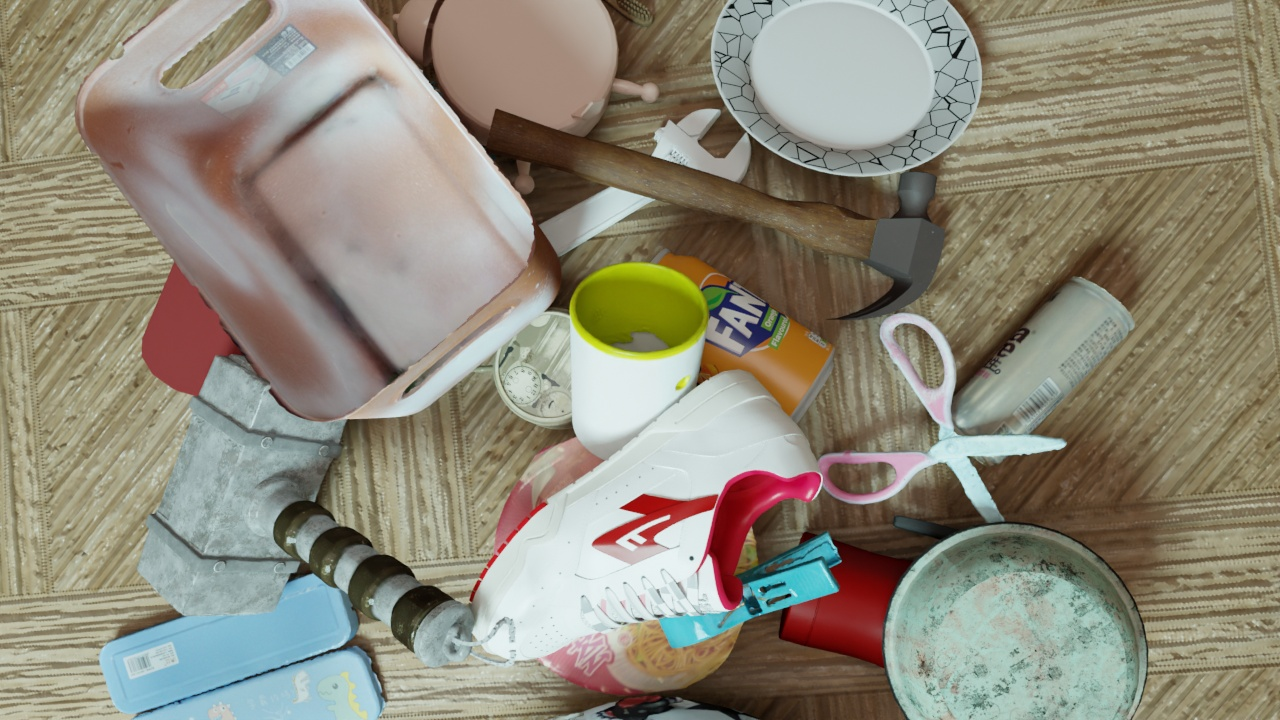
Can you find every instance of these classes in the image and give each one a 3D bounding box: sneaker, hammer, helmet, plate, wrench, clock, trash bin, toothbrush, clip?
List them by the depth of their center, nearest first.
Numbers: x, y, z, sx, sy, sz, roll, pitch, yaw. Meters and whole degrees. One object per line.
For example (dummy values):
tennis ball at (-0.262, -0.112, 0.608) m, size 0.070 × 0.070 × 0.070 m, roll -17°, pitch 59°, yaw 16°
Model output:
sneaker at (0.007, 0.118, 0.549) m, size 0.236 × 0.090 × 0.104 m, roll -38°, pitch 56°, yaw -1°
clip at (0.071, 0.145, 0.585) m, size 0.120 × 0.104 × 0.027 m, roll -26°, pitch 83°, yaw 10°
trash bin at (-0.187, -0.100, 0.594) m, size 0.181 × 0.157 × 0.259 m, roll -40°, pitch 83°, yaw 0°
hammer at (-0.201, 0.125, 0.599) m, size 0.327 × 0.079 × 0.177 m, roll 21°, pitch 91°, yaw 36°
helmet at (0.018, 0.328, 0.600) m, size 0.264 × 0.163 × 0.236 m, roll 3°, pitch 89°, yaw 12°
hammer at (0.056, -0.109, 0.625) m, size 0.323 × 0.033 × 0.115 m, roll 14°, pitch 90°, yaw -12°
plate at (0.143, -0.207, 0.647) m, size 0.188 × 0.016 × 0.188 m, roll 1°, pitch 69°, yaw -2°
clock at (-0.083, -0.221, 0.654) m, size 0.131 × 0.086 × 0.160 m, roll -38°, pitch 82°, yaw -9°
clock at (-0.048, 0.015, 0.668) m, size 0.141 × 0.054 × 0.093 m, roll 33°, pitch 92°, yaw 8°
wrench at (-0.042, -0.104, 0.689) m, size 0.273 × 0.018 × 0.066 m, roll -29°, pitch 86°, yaw 6°
toothbrush at (-0.062, -0.299, 0.696) m, size 0.167 × 0.016 × 0.016 m, roll 32°, pitch 91°, yaw 7°

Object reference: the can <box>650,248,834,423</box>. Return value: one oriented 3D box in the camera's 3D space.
can at (0.059, -0.012, 0.644) m, size 0.142 × 0.079 × 0.079 m, roll 34°, pitch 92°, yaw 6°

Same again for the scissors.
scissors at (0.195, 0.042, 0.621) m, size 0.171 × 0.013 × 0.173 m, roll -8°, pitch 80°, yaw 39°

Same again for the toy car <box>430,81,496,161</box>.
toy car at (-0.159, -0.186, 0.698) m, size 0.108 × 0.027 × 0.060 m, roll 16°, pitch 91°, yaw 6°

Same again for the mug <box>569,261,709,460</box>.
mug at (-0.003, 0.003, 0.578) m, size 0.082 × 0.106 × 0.082 m, roll 2°, pitch 47°, yaw -2°

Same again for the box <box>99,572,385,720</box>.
box at (-0.309, 0.248, 0.709) m, size 0.209 × 0.021 × 0.125 m, roll -19°, pitch 86°, yaw 6°

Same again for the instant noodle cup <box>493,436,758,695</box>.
instant noodle cup at (-0.008, 0.135, 0.650) m, size 0.179 × 0.077 × 0.178 m, roll 0°, pitch 89°, yaw 5°

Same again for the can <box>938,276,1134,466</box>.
can at (0.270, 0.009, 0.632) m, size 0.054 × 0.054 × 0.135 m, roll 43°, pitch 93°, yaw 6°

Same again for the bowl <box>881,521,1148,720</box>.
bowl at (0.229, 0.179, 0.553) m, size 0.157 × 0.038 × 0.157 m, roll -1°, pitch 86°, yaw 8°

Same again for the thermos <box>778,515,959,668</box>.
thermos at (0.203, 0.168, 0.624) m, size 0.199 × 0.084 × 0.108 m, roll 14°, pitch 78°, yaw 9°

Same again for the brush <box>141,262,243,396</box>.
brush at (-0.312, -0.056, 0.705) m, size 0.082 × 0.042 × 0.173 m, roll 24°, pitch 91°, yaw 6°
